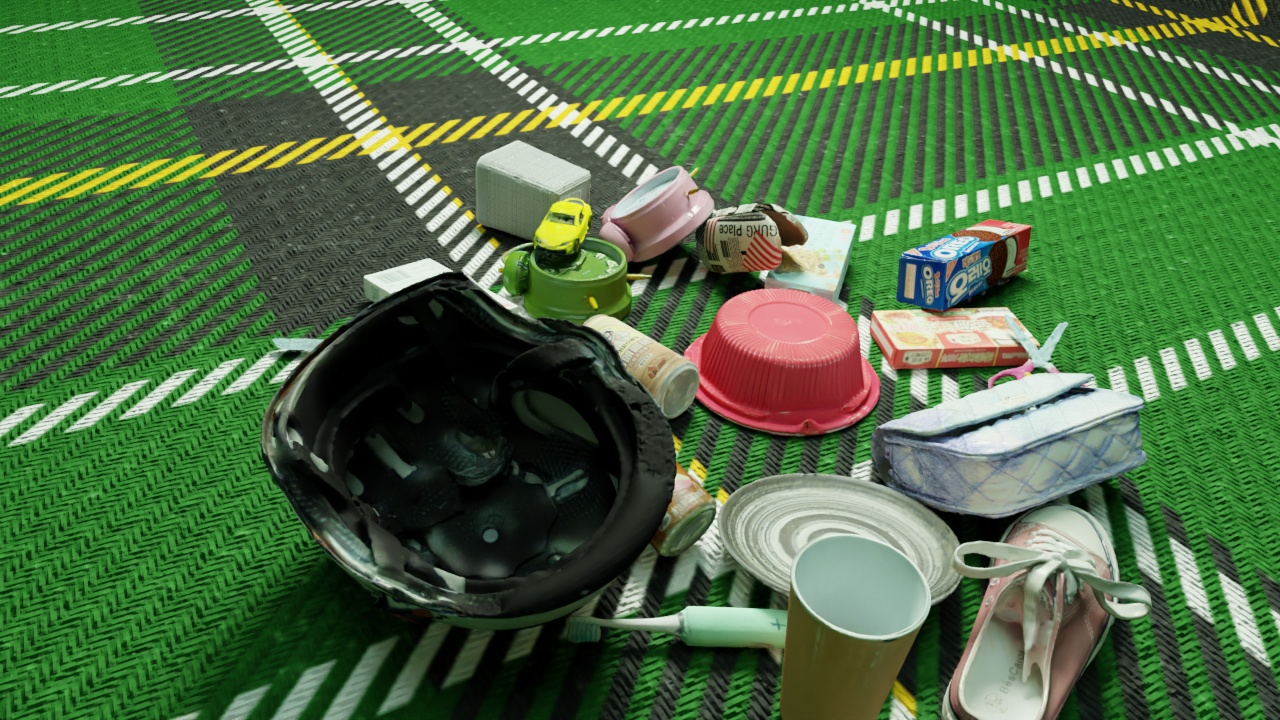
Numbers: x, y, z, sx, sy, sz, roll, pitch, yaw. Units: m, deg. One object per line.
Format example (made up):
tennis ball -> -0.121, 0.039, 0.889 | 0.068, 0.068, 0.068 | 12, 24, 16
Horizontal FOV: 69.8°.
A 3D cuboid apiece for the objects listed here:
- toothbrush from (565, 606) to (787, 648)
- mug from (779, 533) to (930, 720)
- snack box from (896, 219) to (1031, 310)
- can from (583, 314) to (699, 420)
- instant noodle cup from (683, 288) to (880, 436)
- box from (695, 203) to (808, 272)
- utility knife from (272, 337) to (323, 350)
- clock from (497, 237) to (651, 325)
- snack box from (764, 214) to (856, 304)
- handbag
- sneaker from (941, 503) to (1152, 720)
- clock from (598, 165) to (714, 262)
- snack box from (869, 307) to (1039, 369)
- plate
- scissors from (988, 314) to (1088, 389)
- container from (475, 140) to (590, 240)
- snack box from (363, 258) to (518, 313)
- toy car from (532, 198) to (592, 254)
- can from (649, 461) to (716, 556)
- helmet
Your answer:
toothbrush -> 0.062, 0.181, 0.620 | 0.224, 0.026, 0.027 | 2, 64, -1
mug -> 0.120, 0.174, 0.549 | 0.078, 0.123, 0.078 | 3, 35, -2
snack box -> 0.362, -0.108, 1.020 | 0.206, 0.058, 0.057 | -21, 30, -40
can -> -0.005, 0.005, 0.845 | 0.116, 0.059, 0.058 | 30, 43, 34
instant noodle cup -> 0.136, -0.011, 0.876 | 0.194, 0.066, 0.193 | 1, 33, -1
box -> 0.106, -0.129, 1.001 | 0.083, 0.075, 0.163 | -51, 24, -11
utility knife -> -0.245, -0.015, 0.890 | 0.220, 0.022, 0.030 | 6, 33, -8
clock -> -0.080, -0.091, 0.983 | 0.161, 0.056, 0.115 | 24, 39, 29
snack box -> 0.190, -0.103, 1.024 | 0.074, 0.052, 0.174 | 12, 36, 14
handbag -> 0.305, 0.062, 0.752 | 0.193, 0.075, 0.134 | -13, 10, -26
sneaker -> 0.270, 0.159, 0.613 | 0.118, 0.088, 0.240 | 24, 39, 27
clock -> 0.006, -0.162, 1.059 | 0.159, 0.060, 0.117 | -32, 22, 16
snack box -> 0.320, -0.024, 0.942 | 0.153, 0.025, 0.075 | -2, 34, -7
plate -> 0.146, 0.137, 0.679 | 0.179, 0.024, 0.179 | 3, 22, -1
scissors -> 0.393, 0.006, 0.889 | 0.130, 0.017, 0.133 | 33, 59, 24
container -> -0.127, -0.199, 1.112 | 0.114, 0.090, 0.090 | 24, 40, 23
snack box -> -0.207, -0.061, 0.943 | 0.157, 0.027, 0.084 | 28, 36, 36
toy car -> -0.082, -0.146, 0.984 | 0.048, 0.032, 0.105 | 9, 36, 7
can -> -0.009, 0.081, 0.706 | 0.057, 0.058, 0.147 | -26, 56, -35
helmet -> -0.113, 0.082, 0.635 | 0.274, 0.157, 0.229 | 28, 58, 15
